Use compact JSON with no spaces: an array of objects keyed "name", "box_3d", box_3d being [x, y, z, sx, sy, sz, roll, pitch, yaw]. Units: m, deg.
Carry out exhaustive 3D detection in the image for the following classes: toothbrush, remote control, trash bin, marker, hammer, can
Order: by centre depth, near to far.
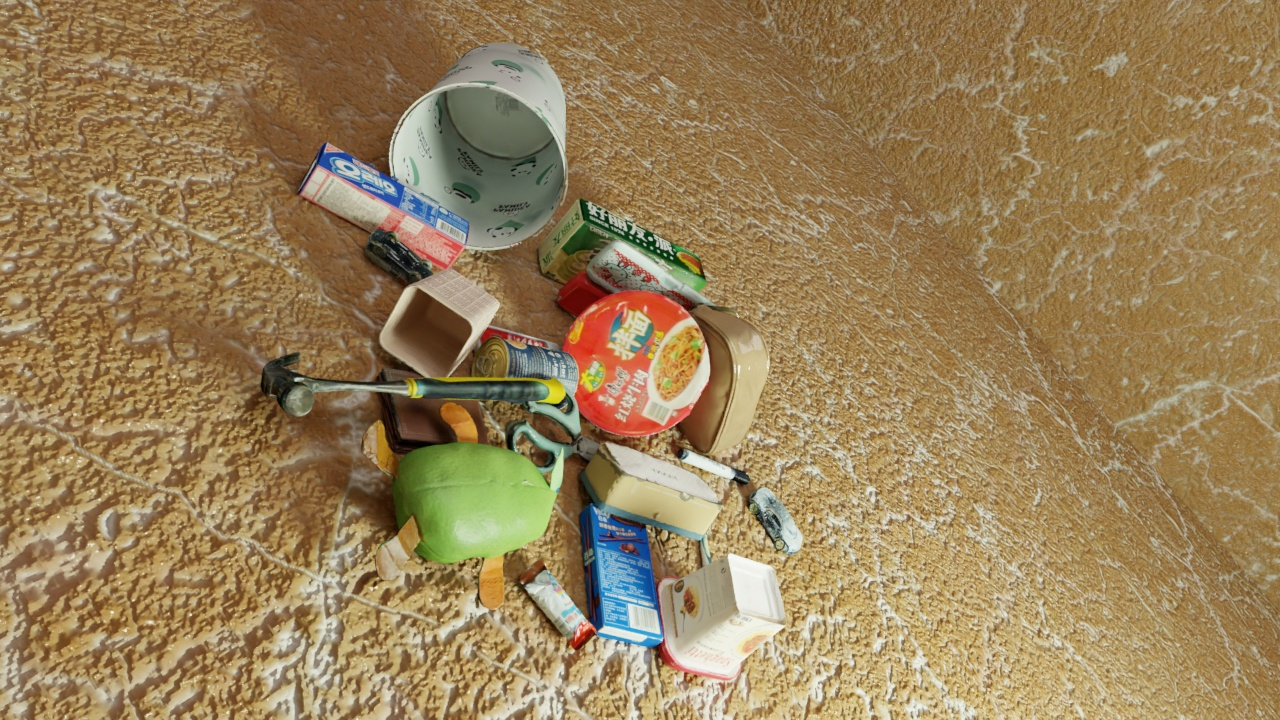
[{"name":"hammer","box_3d":[-0.227,0.026,0.956,0.322,0.032,0.126,3,14,-38]},{"name":"can","box_3d":[-0.139,0.017,1.120,0.111,0.075,0.075,12,47,-42]},{"name":"remote control","box_3d":[-0.155,-0.011,1.183,0.135,0.020,0.055,16,43,-38]},{"name":"toothbrush","box_3d":[0.085,0.230,1.201,0.016,0.018,0.191,25,39,-30]},{"name":"trash bin","box_3d":[-0.206,-0.313,1.274,0.229,0.230,0.251,33,30,-21]},{"name":"marker","box_3d":[0.105,0.151,1.308,0.130,0.018,0.022,25,30,-31]}]

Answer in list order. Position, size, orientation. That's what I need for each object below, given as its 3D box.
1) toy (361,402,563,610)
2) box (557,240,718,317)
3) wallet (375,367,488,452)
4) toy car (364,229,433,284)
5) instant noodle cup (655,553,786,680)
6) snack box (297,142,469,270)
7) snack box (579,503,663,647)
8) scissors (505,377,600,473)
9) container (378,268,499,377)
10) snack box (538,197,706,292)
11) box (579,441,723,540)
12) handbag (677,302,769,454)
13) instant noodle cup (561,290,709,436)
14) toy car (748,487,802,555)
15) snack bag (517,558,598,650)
[{"name":"toy","box_3d":[-0.177,0.142,0.933,0.246,0.090,0.226,10,59,-48]},{"name":"box","box_3d":[-0.001,-0.077,1.303,0.201,0.158,0.037,31,50,-23]},{"name":"wallet","box_3d":[-0.228,0.057,1.020,0.124,0.032,0.101,12,44,-43]},{"name":"toy car","box_3d":[-0.297,-0.123,1.128,0.090,0.034,0.042,39,31,-16]},{"name":"instant noodle cup","box_3d":[0.093,0.288,1.050,0.116,0.124,0.116,24,39,-31]},{"name":"snack box","box_3d":[-0.319,-0.192,1.154,0.207,0.058,0.057,28,38,-27]},{"name":"snack box","box_3d":[-0.023,0.246,1.054,0.084,0.026,0.157,23,40,-32]},{"name":"scissors","box_3d":[-0.088,0.080,1.114,0.179,0.019,0.139,21,77,-45]},{"name":"container","box_3d":[-0.226,-0.046,1.059,0.090,0.090,0.110,34,22,-1]},{"name":"snack box","box_3d":[-0.025,-0.144,1.383,0.240,0.115,0.063,23,40,-34]},{"name":"box","box_3d":[0.010,0.159,1.131,0.184,0.060,0.090,21,16,-30]},{"name":"handbag","box_3d":[0.108,0.024,1.275,0.099,0.205,0.147,-14,46,-31]},{"name":"instant noodle cup","box_3d":[-0.007,0.007,1.221,0.194,0.193,0.066,51,-5,6]},{"name":"toy car","box_3d":[0.197,0.229,1.317,0.048,0.031,0.105,-18,70,-54]},{"name":"snack bag","box_3d":[-0.087,0.260,0.969,0.105,0.026,0.045,49,36,7]}]
